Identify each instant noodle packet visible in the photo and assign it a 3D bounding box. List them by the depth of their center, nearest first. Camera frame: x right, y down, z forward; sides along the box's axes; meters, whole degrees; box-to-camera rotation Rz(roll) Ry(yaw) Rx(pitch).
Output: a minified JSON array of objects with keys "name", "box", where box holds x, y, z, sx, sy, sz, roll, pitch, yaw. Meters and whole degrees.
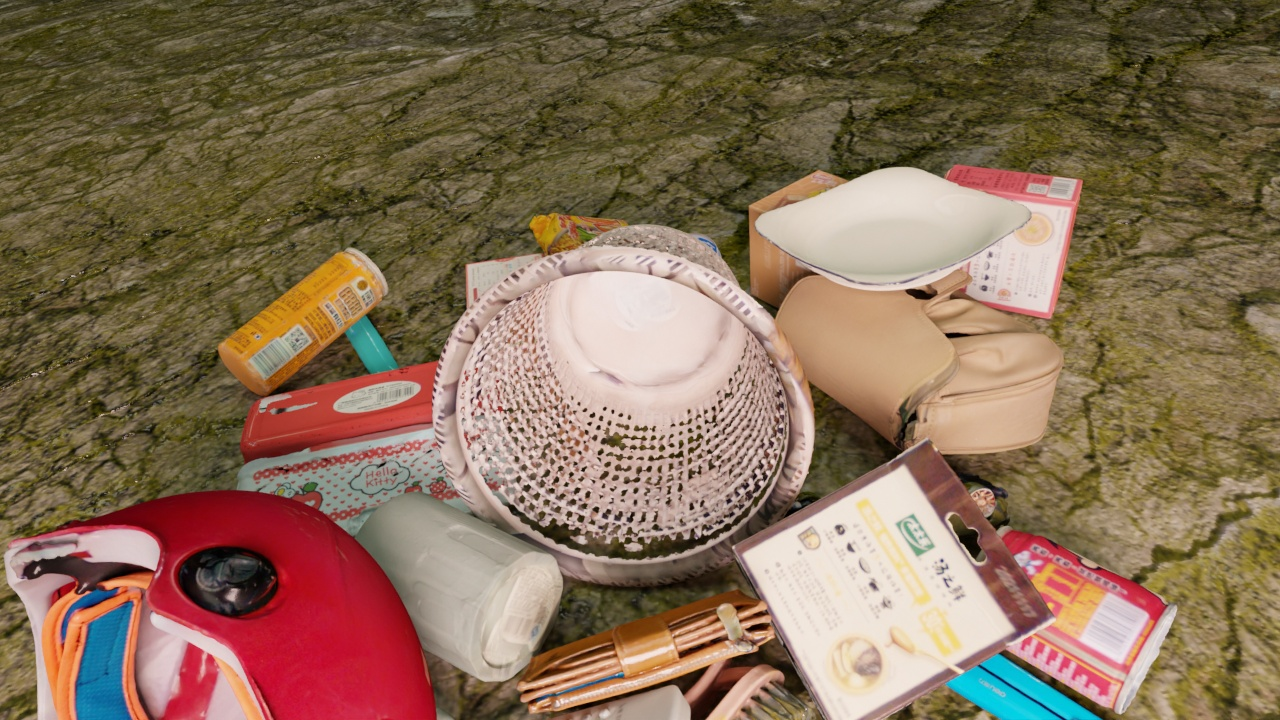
[{"name":"instant noodle packet","box":[-0.043,-0.096,0.863,0.110,0.044,0.128,5,34,-19]}]

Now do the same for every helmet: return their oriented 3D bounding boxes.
[{"name":"helmet","box":[-0.178,0.160,0.443,0.240,0.207,0.143,22,28,28]}]

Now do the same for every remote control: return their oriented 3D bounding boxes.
[{"name":"remote control","box":[-0.047,0.200,0.451,0.150,0.021,0.058,-22,14,18]}]

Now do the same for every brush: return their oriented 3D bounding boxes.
[{"name":"brush","box":[0.027,0.205,0.454,0.073,0.063,0.145,20,44,33]}]

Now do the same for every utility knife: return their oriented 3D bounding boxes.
[{"name":"utility knife","box":[0.245,0.203,0.464,0.208,0.018,0.034,28,48,35]},{"name":"utility knife","box":[-0.243,-0.011,0.819,0.029,0.013,0.178,-26,44,-20]}]

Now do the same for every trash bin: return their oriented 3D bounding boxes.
[{"name":"trash bin","box":[-0.004,0.004,0.621,0.227,0.228,0.191,-1,25,7]}]

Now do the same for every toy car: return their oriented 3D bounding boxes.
[{"name":"toy car","box":[0.155,0.099,0.583,0.158,0.042,0.070,-11,9,-7]}]

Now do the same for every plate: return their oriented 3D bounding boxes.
[{"name":"plate","box":[0.187,-0.094,0.695,0.164,0.034,0.163,-24,34,-19]}]

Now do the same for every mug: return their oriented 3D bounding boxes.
[{"name":"mug","box":[-0.119,0.149,0.538,0.103,0.084,0.123,16,64,32]}]

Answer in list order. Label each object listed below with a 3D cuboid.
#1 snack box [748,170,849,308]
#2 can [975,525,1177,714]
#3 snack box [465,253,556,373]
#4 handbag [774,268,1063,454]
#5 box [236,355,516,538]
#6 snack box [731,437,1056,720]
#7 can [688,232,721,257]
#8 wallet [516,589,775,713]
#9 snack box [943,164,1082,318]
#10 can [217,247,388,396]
[{"name":"snack box","box":[0.155,-0.101,0.814,0.094,0.093,0.077,-30,43,-28]},{"name":"can","box":[0.233,0.139,0.507,0.094,0.067,0.066,27,48,36]},{"name":"snack box","box":[-0.118,-0.045,0.834,0.077,0.027,0.155,-9,37,-5]},{"name":"handbag","box":[0.200,-0.011,0.681,0.147,0.100,0.204,-17,32,-23]},{"name":"box","box":[-0.199,0.065,0.689,0.201,0.050,0.160,-12,41,-6]},{"name":"snack box","box":[0.131,0.124,0.498,0.125,0.053,0.113,-28,66,-3]},{"name":"can","box":[0.048,-0.058,0.805,0.053,0.053,0.134,-3,37,4]},{"name":"wallet","box":[0.003,0.155,0.488,0.130,0.119,0.035,-17,76,-6]},{"name":"snack box","box":[0.295,-0.103,0.779,0.127,0.113,0.044,14,43,25]},{"name":"can","box":[-0.293,-0.035,0.804,0.058,0.058,0.145,22,54,32]}]
